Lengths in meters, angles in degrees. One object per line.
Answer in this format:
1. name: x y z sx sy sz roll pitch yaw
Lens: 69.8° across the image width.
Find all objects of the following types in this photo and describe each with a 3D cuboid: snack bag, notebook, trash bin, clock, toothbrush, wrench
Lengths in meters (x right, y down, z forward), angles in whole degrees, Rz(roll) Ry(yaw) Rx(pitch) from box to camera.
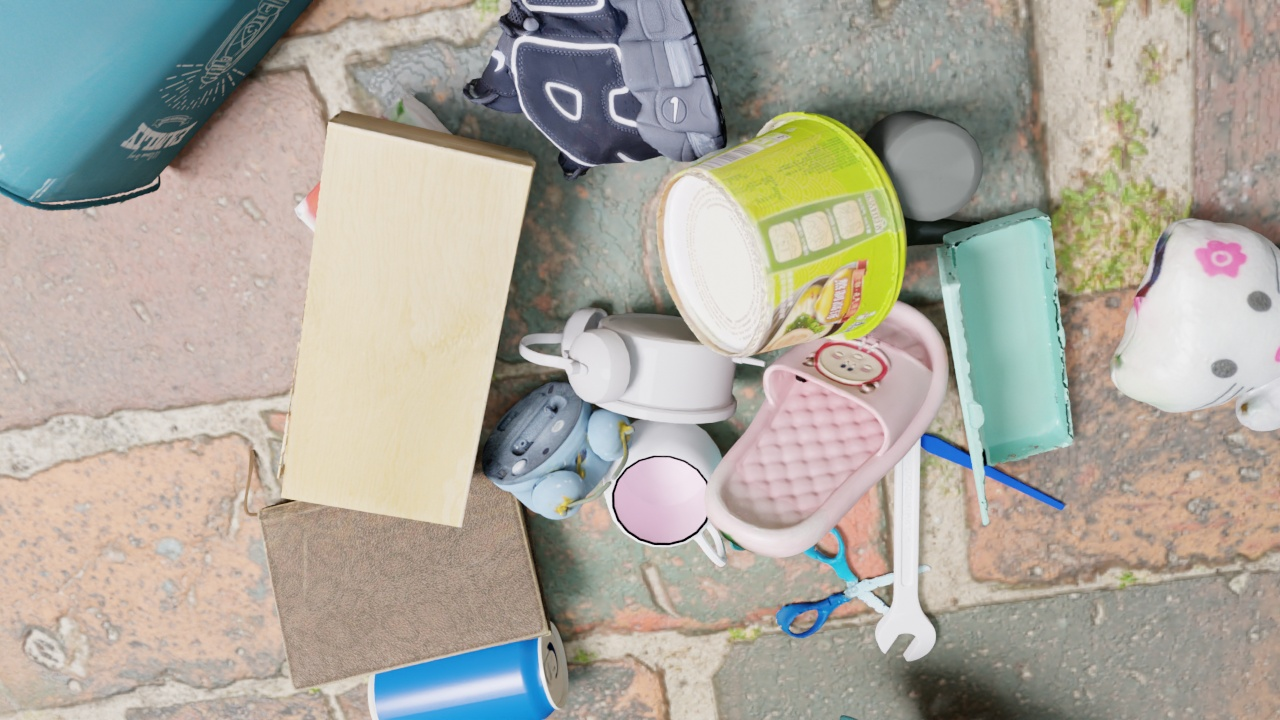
1. snack bag: -0.172 -0.116 0.635 0.116 0.036 0.077 -41 103 15
2. notebook: -0.190 0.143 0.711 0.215 0.034 0.190 -15 85 8
3. trash bin: -0.306 -0.235 0.528 0.219 0.196 0.199 -38 104 8
4. clock: -0.056 0.065 0.641 0.088 0.125 0.051 -52 124 -18
5. toothbrush: 0.240 0.073 0.689 0.186 0.011 0.017 26 109 -6
6. clock: -0.004 0.003 0.627 0.159 0.120 0.061 5 103 -10
7. wrench: 0.202 0.116 0.696 0.047 0.009 0.274 -7 112 -1

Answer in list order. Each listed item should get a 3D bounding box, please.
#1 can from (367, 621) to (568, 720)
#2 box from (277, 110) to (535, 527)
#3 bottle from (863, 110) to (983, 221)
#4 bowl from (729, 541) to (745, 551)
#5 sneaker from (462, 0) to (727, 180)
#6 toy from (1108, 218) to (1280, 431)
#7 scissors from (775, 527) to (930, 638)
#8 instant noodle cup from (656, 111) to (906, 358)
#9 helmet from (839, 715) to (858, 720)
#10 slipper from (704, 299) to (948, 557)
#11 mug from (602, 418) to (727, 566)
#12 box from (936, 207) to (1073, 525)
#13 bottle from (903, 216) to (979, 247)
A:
1. can: -0.138 0.259 0.740 0.146 0.078 0.079 -13 108 8
2. box: -0.154 -0.023 0.597 0.128 0.092 0.249 9 109 -19
3. bottle: 0.170 -0.124 0.573 0.060 0.108 0.060 1 109 3
4. bowl: 0.099 0.081 0.669 0.121 0.121 0.046 -50 60 17
5. sneaker: -0.056 -0.221 0.564 0.151 0.097 0.252 -22 112 13
6. toy: 0.420 -0.016 0.611 0.209 0.085 0.138 18 107 -5
7. scissors: 0.163 0.187 0.735 0.127 0.014 0.127 35 105 -14
8. instant noodle cup: 0.079 -0.070 0.562 0.097 0.146 0.146 -22 110 -24
9. helmet: 0.238 0.374 0.691 0.274 0.176 0.200 28 92 -31
10. slipper: 0.123 0.035 0.590 0.107 0.221 0.056 24 147 30
11. mug: 0.027 0.098 0.676 0.090 0.076 0.124 -34 104 14
12. box: 0.247 0.005 0.615 0.078 0.112 0.187 -6 117 26
13. bottle: 0.168 -0.090 0.626 0.123 0.033 0.033 3 109 2
